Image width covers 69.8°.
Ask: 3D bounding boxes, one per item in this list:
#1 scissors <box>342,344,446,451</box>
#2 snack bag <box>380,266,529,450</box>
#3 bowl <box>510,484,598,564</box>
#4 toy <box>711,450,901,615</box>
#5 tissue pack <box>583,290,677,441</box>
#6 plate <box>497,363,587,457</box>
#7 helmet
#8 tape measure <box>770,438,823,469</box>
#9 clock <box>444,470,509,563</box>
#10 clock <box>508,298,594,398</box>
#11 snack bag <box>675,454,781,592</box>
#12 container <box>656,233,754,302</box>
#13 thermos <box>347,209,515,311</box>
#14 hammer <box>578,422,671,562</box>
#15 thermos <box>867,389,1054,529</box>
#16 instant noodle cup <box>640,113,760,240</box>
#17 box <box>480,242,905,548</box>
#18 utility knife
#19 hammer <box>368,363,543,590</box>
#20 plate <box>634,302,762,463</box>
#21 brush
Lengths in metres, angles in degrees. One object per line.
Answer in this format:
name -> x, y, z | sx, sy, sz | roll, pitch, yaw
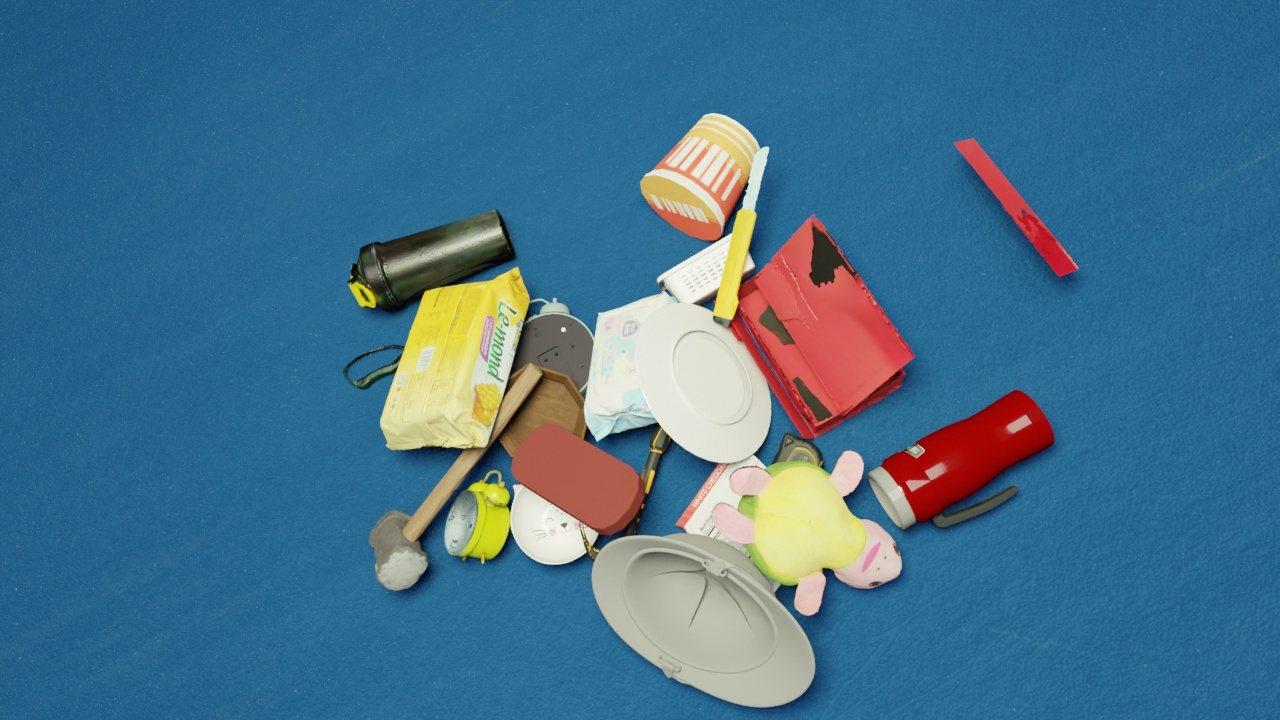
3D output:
scissors -> -0.317, 0.021, 1.250 | 0.204, 0.015, 0.201 | 1, 75, 11
snack bag -> -0.237, -0.002, 1.154 | 0.160, 0.068, 0.246 | -8, 57, 36
bowl -> -0.101, 0.197, 1.147 | 0.115, 0.050, 0.114 | -2, 76, 7
toy -> 0.194, 0.190, 1.040 | 0.238, 0.088, 0.190 | 22, 75, -15
tissue pack -> -0.007, 0.007, 1.132 | 0.112, 0.070, 0.181 | -14, 51, 27
plate -> -0.125, 0.069, 1.157 | 0.131, 0.025, 0.131 | 2, 100, 10
helmet -> 0.085, 0.273, 1.065 | 0.271, 0.117, 0.184 | 27, 119, 13
tape measure -> 0.193, 0.126, 1.121 | 0.061, 0.034, 0.062 | 27, 94, 19
clock -> -0.201, 0.193, 1.148 | 0.083, 0.057, 0.119 | -6, 66, 55
clock -> -0.118, -0.009, 1.206 | 0.122, 0.045, 0.159 | -30, 72, 2
snack bag -> 0.137, 0.190, 1.107 | 0.144, 0.039, 0.131 | 36, 97, 11
container -> 0.089, -0.111, 1.179 | 0.129, 0.081, 0.049 | -30, 84, 2
thermos -> -0.285, -0.136, 1.245 | 0.221, 0.098, 0.098 | -19, 74, 1
hammer -> 0.018, 0.110, 1.142 | 0.123, 0.036, 0.320 | 24, 75, -20
thermos -> 0.376, 0.126, 1.067 | 0.198, 0.084, 0.108 | -30, 90, 0
instant noodle cup -> 0.085, -0.243, 1.195 | 0.123, 0.123, 0.121 | 31, 76, 16
box -> 0.079, 0.024, 1.068 | 0.477, 0.172, 0.214 | -17, 68, -34
utility knife -> 0.125, -0.152, 1.127 | 0.030, 0.019, 0.225 | 16, 98, 30
hammer -> -0.226, 0.139, 1.136 | 0.328, 0.052, 0.098 | -51, 32, 7
plate -> 0.082, 0.021, 1.100 | 0.015, 0.208, 0.208 | -35, 66, 45
brush -> -0.072, 0.142, 1.089 | 0.173, 0.042, 0.082 | 26, 73, 31
